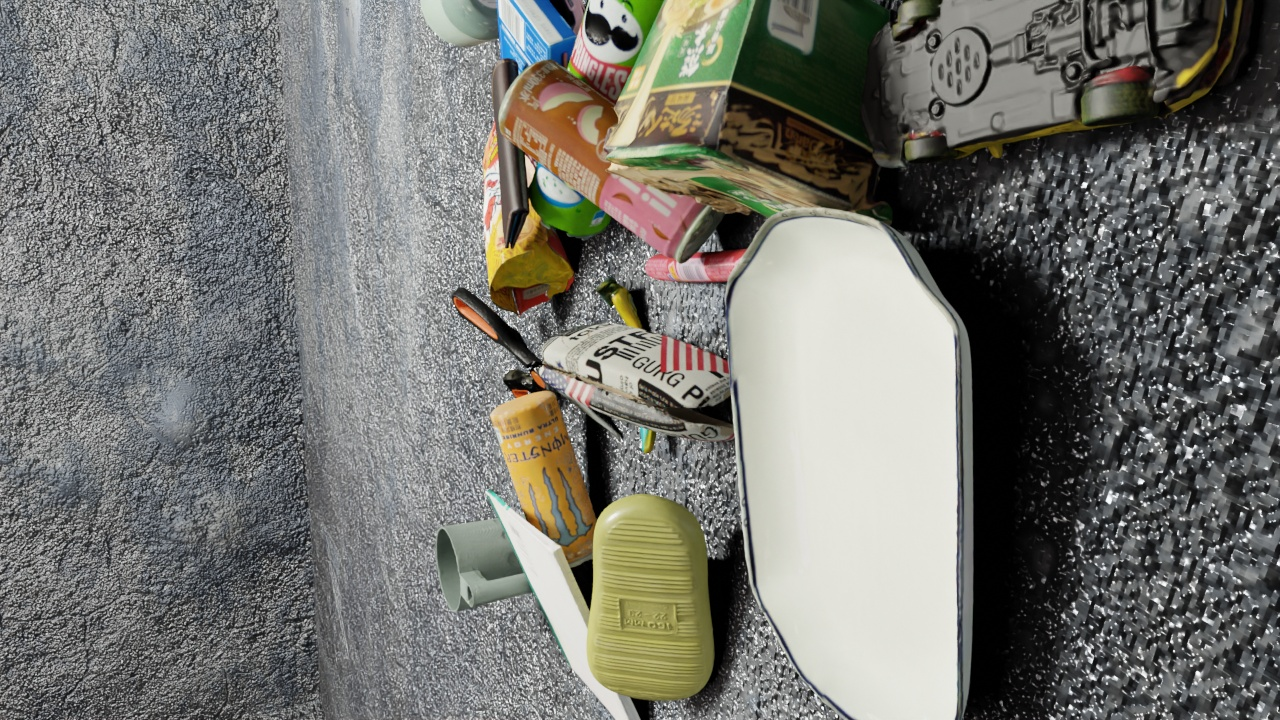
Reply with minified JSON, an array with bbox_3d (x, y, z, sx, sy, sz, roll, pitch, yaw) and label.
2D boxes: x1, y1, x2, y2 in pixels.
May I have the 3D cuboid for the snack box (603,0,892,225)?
[{"bbox_3d":[0.057,-0.131,0.446,0.118,0.118,0.105,18,95,57],"label":"snack box"}]

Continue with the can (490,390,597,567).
[{"bbox_3d":[-0.080,0.102,0.788,0.058,0.058,0.146,3,113,63],"label":"can"}]

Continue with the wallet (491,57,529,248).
[{"bbox_3d":[-0.104,-0.159,0.721,0.096,0.020,0.122,135,131,-75],"label":"wallet"}]

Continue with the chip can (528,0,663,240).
[{"bbox_3d":[-0.018,-0.186,0.624,0.072,0.072,0.237,68,150,27],"label":"chip can"}]

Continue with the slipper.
[{"bbox_3d":[0.012,0.160,0.649,0.081,0.092,0.191,-66,-20,-55],"label":"slipper"}]

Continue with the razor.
[{"bbox_3d":[-0.004,0.004,0.685,0.043,0.028,0.132,55,-159,-74],"label":"razor"}]

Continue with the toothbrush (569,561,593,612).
[{"bbox_3d":[-0.072,0.182,0.863,0.026,0.027,0.212,-44,40,2],"label":"toothbrush"}]

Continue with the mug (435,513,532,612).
[{"bbox_3d":[-0.135,0.203,0.905,0.124,0.103,0.084,19,112,60],"label":"mug"}]

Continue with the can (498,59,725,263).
[{"bbox_3d":[-0.017,-0.124,0.571,0.147,0.057,0.058,37,139,8],"label":"can"}]

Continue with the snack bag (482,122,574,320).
[{"bbox_3d":[-0.116,-0.148,0.846,0.129,0.073,0.207,117,146,-48],"label":"snack bag"}]

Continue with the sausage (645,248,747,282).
[{"bbox_3d":[0.043,-0.060,0.589,0.156,0.020,0.020,9,104,62],"label":"sausage"}]

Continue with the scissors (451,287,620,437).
[{"bbox_3d":[-0.093,0.009,0.826,0.221,0.021,0.224,43,160,16],"label":"scissors"}]

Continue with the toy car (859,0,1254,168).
[{"bbox_3d":[0.145,-0.117,0.350,0.156,0.041,0.071,1,97,61],"label":"toy car"}]

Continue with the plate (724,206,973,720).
[{"bbox_3d":[0.106,0.056,0.450,0.162,0.034,0.266,19,119,60],"label":"plate"}]

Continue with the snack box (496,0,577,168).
[{"bbox_3d":[-0.082,-0.219,0.729,0.084,0.026,0.157,56,160,23],"label":"snack box"}]

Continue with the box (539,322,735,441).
[{"bbox_3d":[-0.006,0.025,0.618,0.164,0.074,0.079,20,121,41],"label":"box"}]

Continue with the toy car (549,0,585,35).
[{"bbox_3d":[-0.067,-0.259,0.737,0.056,0.037,0.123,65,161,4],"label":"toy car"}]

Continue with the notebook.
[{"bbox_3d":[-0.066,0.218,0.786,0.150,0.012,0.209,22,137,59],"label":"notebook"}]

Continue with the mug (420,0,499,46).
[{"bbox_3d":[-0.138,-0.342,0.824,0.111,0.082,0.106,-62,30,-3],"label":"mug"}]
